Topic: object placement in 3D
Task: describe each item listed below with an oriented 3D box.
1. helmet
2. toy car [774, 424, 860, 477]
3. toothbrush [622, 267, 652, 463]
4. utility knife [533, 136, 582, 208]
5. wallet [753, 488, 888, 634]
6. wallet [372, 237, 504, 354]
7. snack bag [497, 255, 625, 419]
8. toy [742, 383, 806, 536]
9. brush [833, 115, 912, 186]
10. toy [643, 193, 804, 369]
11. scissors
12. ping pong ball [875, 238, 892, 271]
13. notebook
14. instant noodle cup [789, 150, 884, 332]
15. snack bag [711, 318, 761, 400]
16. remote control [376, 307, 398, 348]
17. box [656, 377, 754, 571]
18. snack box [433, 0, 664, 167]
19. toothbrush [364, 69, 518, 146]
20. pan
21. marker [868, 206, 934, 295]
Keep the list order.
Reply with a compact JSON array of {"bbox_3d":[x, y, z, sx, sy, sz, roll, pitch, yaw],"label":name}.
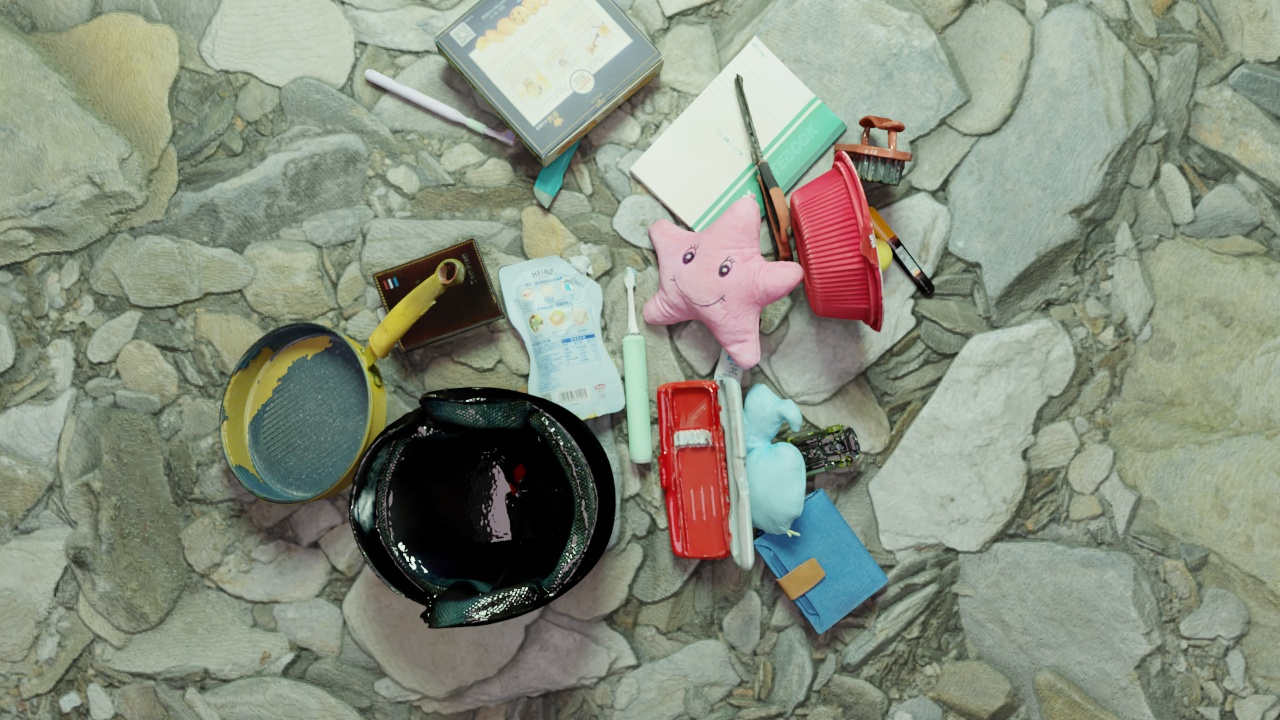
[{"bbox_3d":[-0.154,0.146,0.946,0.275,0.230,0.233,-4,83,24],"label":"helmet"},{"bbox_3d":[0.196,0.104,1.041,0.105,0.032,0.048,-18,89,12],"label":"toy car"},{"bbox_3d":[-0.006,0.006,1.042,0.026,0.027,0.224,-4,91,29],"label":"toothbrush"},{"bbox_3d":[-0.077,-0.258,1.045,0.029,0.013,0.179,26,87,-3],"label":"utility knife"},{"bbox_3d":[0.202,0.227,1.041,0.106,0.040,0.133,-36,90,-4],"label":"wallet"},{"bbox_3d":[-0.224,-0.072,1.020,0.122,0.020,0.096,-20,90,-3],"label":"wallet"},{"bbox_3d":[-0.088,-0.025,1.036,0.110,0.039,0.191,-13,89,5],"label":"snack bag"},{"bbox_3d":[0.140,0.119,1.013,0.162,0.049,0.156,-55,52,38],"label":"toy"},{"bbox_3d":[0.251,-0.225,0.979,0.063,0.145,0.069,9,104,-1],"label":"brush"},{"bbox_3d":[0.081,-0.102,1.002,0.195,0.074,0.179,30,105,28],"label":"toy"},{"bbox_3d":[0.134,-0.213,1.000,0.015,0.191,0.207,-15,121,1],"label":"scissors"},{"bbox_3d":[0.263,-0.117,1.033,0.040,0.040,0.040,0,91,0],"label":"ping pong ball"},{"bbox_3d":[0.112,-0.242,1.047,0.150,0.012,0.209,43,90,-2],"label":"notebook"},{"bbox_3d":[0.200,-0.117,0.959,0.066,0.193,0.194,-12,91,5],"label":"instant noodle cup"},{"bbox_3d":[0.105,-0.001,1.041,0.048,0.026,0.104,11,90,-7],"label":"snack bag"},{"bbox_3d":[-0.233,-0.059,1.042,0.125,0.024,0.049,-23,90,1],"label":"remote control"},{"bbox_3d":[0.081,0.120,1.000,0.073,0.155,0.201,-5,90,-35],"label":"box"},{"bbox_3d":[-0.100,-0.340,1.017,0.178,0.046,0.182,-42,90,-6],"label":"snack box"},{"bbox_3d":[-0.227,-0.288,1.041,0.189,0.029,0.021,24,128,1],"label":"toothbrush"},{"bbox_3d":[-0.310,0.011,0.970,0.358,0.078,0.197,-35,72,11],"label":"pan"},{"bbox_3d":[0.294,-0.124,1.047,0.018,0.015,0.124,-40,93,-5],"label":"marker"}]
